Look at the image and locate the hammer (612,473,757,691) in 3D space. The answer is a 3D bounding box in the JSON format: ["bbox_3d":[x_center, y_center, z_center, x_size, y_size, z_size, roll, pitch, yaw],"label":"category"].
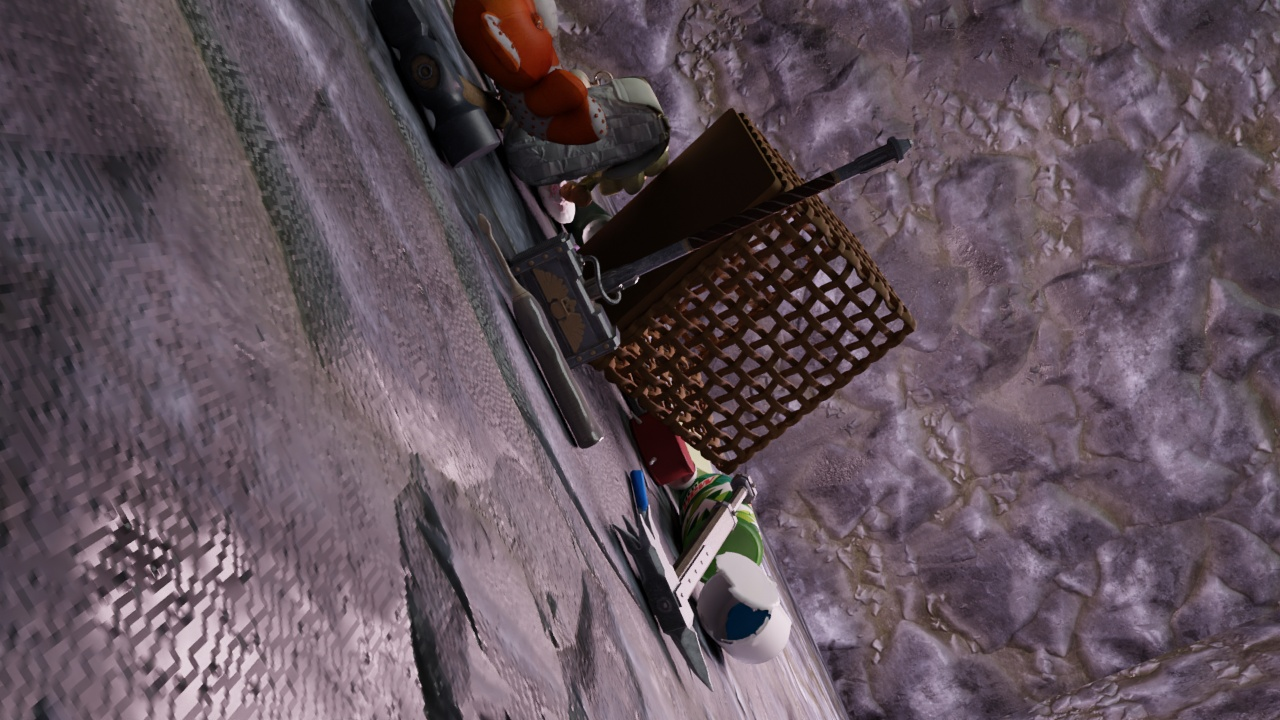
[{"bbox_3d":[0.065,0.159,0.817,0.147,0.028,0.316,67,20,-1],"label":"hammer"}]

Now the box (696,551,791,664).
[{"bbox_3d":[0.100,0.236,0.887,0.081,0.091,0.160,60,3,34],"label":"box"}]

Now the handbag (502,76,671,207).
[{"bbox_3d":[-0.056,-0.226,0.976,0.112,0.171,0.123,-105,-179,-54],"label":"handbag"}]

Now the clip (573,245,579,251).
[{"bbox_3d":[-0.082,-0.130,1.142,0.050,0.014,0.045,44,22,-71],"label":"clip"}]

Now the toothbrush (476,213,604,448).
[{"bbox_3d":[-0.075,-0.021,0.663,0.185,0.022,0.024,64,3,-10],"label":"toothbrush"}]

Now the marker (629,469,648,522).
[{"bbox_3d":[0.005,0.140,0.788,0.141,0.013,0.013,-105,170,-60],"label":"marker"}]

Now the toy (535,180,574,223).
[{"bbox_3d":[-0.102,-0.198,1.089,0.125,0.037,0.076,-123,-167,-79],"label":"toy"}]

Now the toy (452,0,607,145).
[{"bbox_3d":[-0.105,-0.281,0.830,0.163,0.093,0.172,60,7,28],"label":"toy"}]

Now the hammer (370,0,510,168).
[{"bbox_3d":[-0.148,-0.227,0.791,0.129,0.040,0.321,61,5,-8],"label":"hammer"}]

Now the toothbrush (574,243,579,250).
[{"bbox_3d":[-0.004,-0.179,1.201,0.010,0.181,0.010,-111,179,-60],"label":"toothbrush"}]

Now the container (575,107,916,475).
[{"bbox_3d":[0.092,-0.073,0.955,0.214,0.252,0.219,40,20,-27],"label":"container"}]

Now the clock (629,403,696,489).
[{"bbox_3d":[0.027,0.098,1.023,0.124,0.044,0.087,55,12,-65],"label":"clock"}]

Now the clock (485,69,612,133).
[{"bbox_3d":[-0.096,-0.293,1.029,0.054,0.141,0.093,-90,157,-52],"label":"clock"}]

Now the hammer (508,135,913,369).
[{"bbox_3d":[0.061,-0.101,0.719,0.044,0.322,0.098,-95,160,-73],"label":"hammer"}]

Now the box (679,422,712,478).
[{"bbox_3d":[0.065,0.133,1.193,0.188,0.061,0.133,-96,163,-76],"label":"box"}]

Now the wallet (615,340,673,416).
[{"bbox_3d":[-0.006,0.006,1.094,0.132,0.054,0.100,58,7,-24],"label":"wallet"}]

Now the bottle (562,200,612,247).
[{"bbox_3d":[-0.079,-0.188,1.195,0.055,0.055,0.174,63,-6,-31],"label":"bottle"}]

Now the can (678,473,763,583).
[{"bbox_3d":[0.085,0.182,1.008,0.144,0.083,0.083,-90,155,-77],"label":"can"}]
